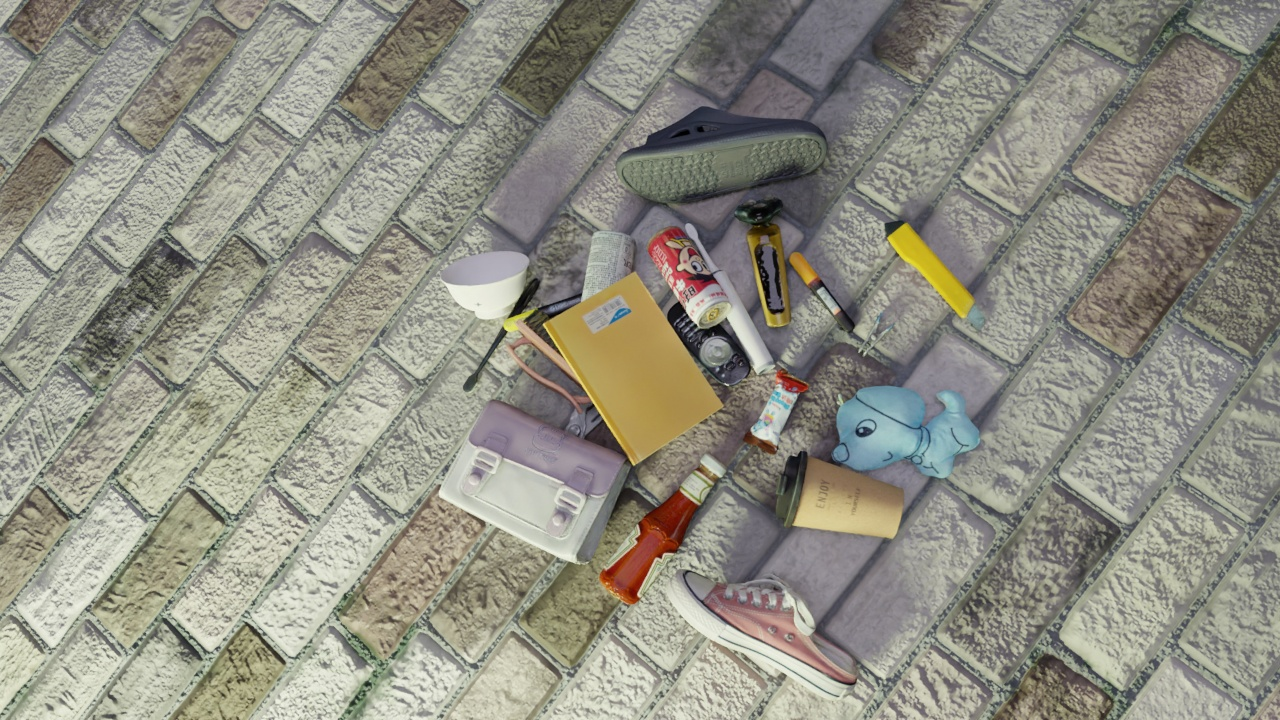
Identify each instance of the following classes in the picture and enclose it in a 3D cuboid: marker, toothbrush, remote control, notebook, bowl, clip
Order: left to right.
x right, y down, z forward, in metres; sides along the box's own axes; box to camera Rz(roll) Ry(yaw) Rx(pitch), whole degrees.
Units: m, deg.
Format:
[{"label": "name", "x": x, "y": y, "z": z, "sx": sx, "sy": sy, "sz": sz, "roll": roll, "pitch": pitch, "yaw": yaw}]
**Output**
[{"label": "bowl", "x": -0.200, "y": -0.094, "z": 1.215, "sx": 0.118, "sy": 0.118, "sz": 0.065, "roll": -3, "pitch": 118, "yaw": 11}, {"label": "toothbrush", "x": -0.186, "y": -0.034, "z": 1.235, "sx": 0.015, "sy": 0.018, "sz": 0.181, "roll": 30, "pitch": 85, "yaw": 14}, {"label": "marker", "x": -0.123, "y": -0.065, "z": 1.220, "sx": 0.124, "sy": 0.015, "sz": 0.018, "roll": -20, "pitch": 80, "yaw": 0}, {"label": "notebook", "x": -0.007, "y": 0.007, "z": 1.137, "sx": 0.145, "sy": 0.010, "sz": 0.206, "roll": -32, "pitch": 86, "yaw": -23}, {"label": "remote control", "x": 0.087, "y": -0.022, "z": 1.167, "sx": 0.053, "sy": 0.024, "sz": 0.136, "roll": -40, "pitch": 70, "yaw": -2}, {"label": "toothbrush", "x": 0.110, "y": -0.083, "z": 1.174, "sx": 0.027, "sy": 0.026, "sz": 0.221, "roll": -30, "pitch": 75, "yaw": 13}, {"label": "marker", "x": 0.228, "y": -0.086, "z": 1.156, "sx": 0.018, "sy": 0.015, "sz": 0.124, "roll": -37, "pitch": 77, "yaw": 5}, {"label": "clip", "x": 0.288, "y": -0.029, "z": 1.127, "sx": 0.044, "sy": 0.027, "sz": 0.058, "roll": 39, "pitch": 90, "yaw": 8}]

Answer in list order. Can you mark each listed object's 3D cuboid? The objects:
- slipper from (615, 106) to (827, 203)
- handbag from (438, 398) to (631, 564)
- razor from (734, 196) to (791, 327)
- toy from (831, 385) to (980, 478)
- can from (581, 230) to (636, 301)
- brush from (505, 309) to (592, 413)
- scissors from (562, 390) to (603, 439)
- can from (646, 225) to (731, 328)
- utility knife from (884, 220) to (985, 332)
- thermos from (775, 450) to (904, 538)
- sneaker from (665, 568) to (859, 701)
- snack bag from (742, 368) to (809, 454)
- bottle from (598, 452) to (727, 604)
[{"label": "slipper", "x": 0.101, "y": -0.272, "z": 1.180, "sx": 0.268, "sy": 0.111, "sz": 0.083, "roll": -8, "pitch": 62, "yaw": 6}, {"label": "handbag", "x": -0.128, "y": 0.147, "z": 1.134, "sx": 0.197, "sy": 0.098, "sz": 0.144, "roll": 22, "pitch": 79, "yaw": 15}, {"label": "razor", "x": 0.161, "y": -0.124, "z": 1.154, "sx": 0.062, "sy": 0.067, "sz": 0.167, "roll": -10, "pitch": 84, "yaw": 11}, {"label": "toy", "x": 0.307, "y": 0.081, "z": 1.090, "sx": 0.161, "sy": 0.050, "sz": 0.156, "roll": -45, "pitch": 75, "yaw": -5}, {"label": "can", "x": -0.045, "y": -0.092, "z": 1.192, "sx": 0.058, "sy": 0.058, "sz": 0.146, "roll": 7, "pitch": 81, "yaw": 13}, {"label": "brush", "x": -0.105, "y": 0.005, "z": 1.178, "sx": 0.145, "sy": 0.063, "sz": 0.073, "roll": 41, "pitch": 79, "yaw": 21}, {"label": "scissors", "x": -0.095, "y": 0.113, "z": 1.188, "sx": 0.189, "sy": 0.015, "sz": 0.224, "roll": -6, "pitch": 78, "yaw": 11}, {"label": "can", "x": 0.061, "y": -0.106, "z": 1.162, "sx": 0.053, "sy": 0.053, "sz": 0.132, "roll": -33, "pitch": 63, "yaw": 4}, {"label": "utility knife", "x": 0.362, "y": -0.106, "z": 1.130, "sx": 0.033, "sy": 0.015, "sz": 0.177, "roll": -39, "pitch": 76, "yaw": 9}, {"label": "thermos", "x": 0.229, "y": 0.162, "z": 1.074, "sx": 0.143, "sy": 0.093, "sz": 0.093, "roll": 13, "pitch": 82, "yaw": 7}, {"label": "sneaker", "x": 0.148, "y": 0.294, "z": 1.056, "sx": 0.241, "sy": 0.118, "sz": 0.088, "roll": 28, "pitch": 104, "yaw": 10}, {"label": "snack bag", "x": 0.168, "y": 0.063, "z": 1.134, "sx": 0.045, "sy": 0.026, "sz": 0.105, "roll": 26, "pitch": 88, "yaw": 12}, {"label": "bottle", "x": 0.032, "y": 0.203, "z": 1.122, "sx": 0.060, "sy": 0.060, "sz": 0.206, "roll": 38, "pitch": 89, "yaw": 16}]
